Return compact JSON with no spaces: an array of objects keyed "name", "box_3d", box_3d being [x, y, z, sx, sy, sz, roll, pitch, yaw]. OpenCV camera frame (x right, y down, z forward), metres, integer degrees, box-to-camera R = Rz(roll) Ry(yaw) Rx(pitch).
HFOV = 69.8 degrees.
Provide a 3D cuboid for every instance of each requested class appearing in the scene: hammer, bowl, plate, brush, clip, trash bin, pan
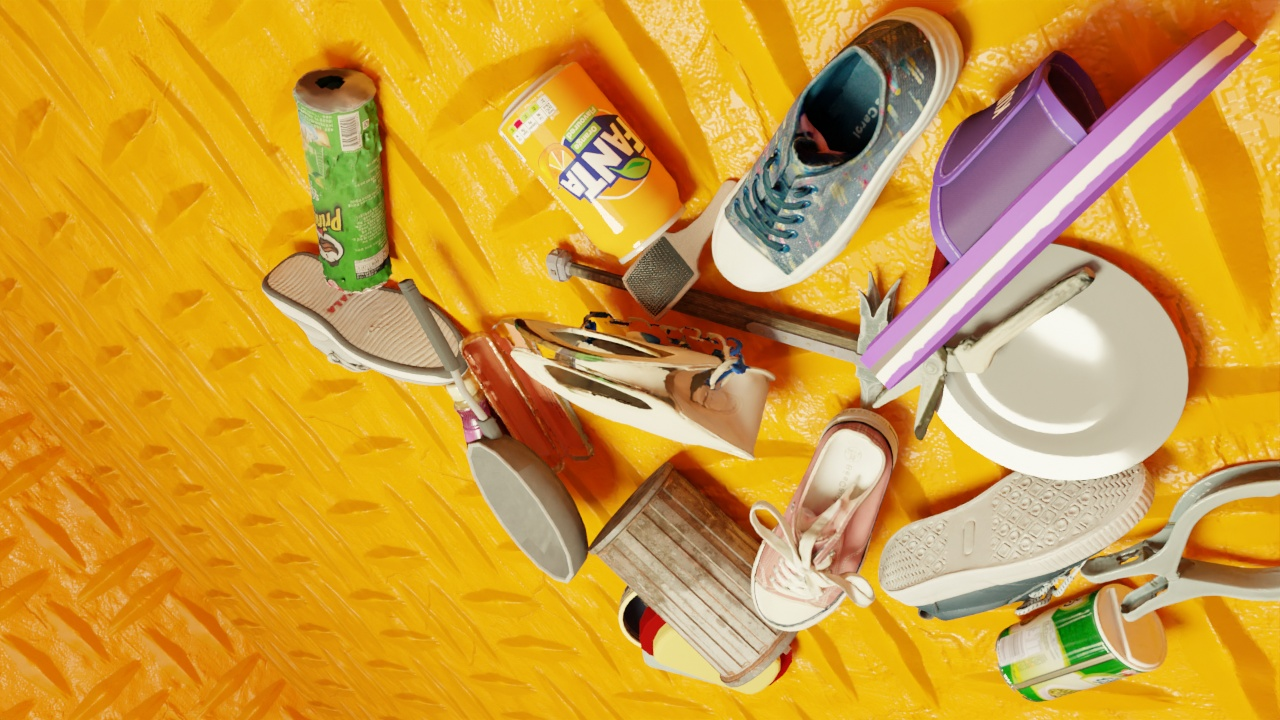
[{"name":"hammer","box_3d":[0.053,-0.042,0.767,0.317,0.028,0.147,18,141,26]},{"name":"bowl","box_3d":[0.032,0.270,1.039,0.112,0.061,0.113,0,122,0]},{"name":"plate","box_3d":[0.273,0.002,0.625,0.178,0.012,0.179,24,130,31]},{"name":"brush","box_3d":[0.083,0.315,1.004,0.173,0.041,0.082,24,119,-14]},{"name":"clip","box_3d":[0.416,0.152,0.639,0.141,0.029,0.172,39,133,3]},{"name":"trash bin","box_3d":[0.066,0.216,0.919,0.211,0.130,0.131,43,141,1]},{"name":"brush","box_3d":[0.034,-0.089,0.718,0.050,0.015,0.136,52,125,14]},{"name":"pan","box_3d":[-0.150,0.074,0.940,0.179,0.041,0.357,6,126,57]}]

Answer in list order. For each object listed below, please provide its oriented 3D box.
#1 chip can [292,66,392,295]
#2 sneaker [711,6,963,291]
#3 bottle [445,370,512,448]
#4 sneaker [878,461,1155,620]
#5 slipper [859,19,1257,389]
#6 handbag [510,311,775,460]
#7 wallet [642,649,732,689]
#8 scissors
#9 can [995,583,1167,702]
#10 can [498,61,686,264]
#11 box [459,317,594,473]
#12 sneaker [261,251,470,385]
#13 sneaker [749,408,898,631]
[{"name":"chip can","box_3d":[-0.284,-0.169,0.887,0.075,0.075,0.224,28,139,16]},{"name":"sneaker","box_3d":[0.110,-0.118,0.595,0.087,0.079,0.236,49,138,10]},{"name":"bottle","box_3d":[-0.173,0.087,1.045,0.060,0.059,0.166,3,127,37]},{"name":"sneaker","box_3d":[0.291,0.146,0.703,0.087,0.089,0.236,34,137,-18]},{"name":"slipper","box_3d":[0.201,-0.095,0.529,0.084,0.107,0.267,48,136,14]},{"name":"handbag","box_3d":[-0.004,0.004,0.740,0.201,0.093,0.199,13,173,42]},{"name":"wallet","box_3d":[0.065,0.342,1.102,0.132,0.054,0.100,6,130,29]},{"name":"scissors","box_3d":[0.222,-0.025,0.632,0.180,0.015,0.193,-4,113,45]},{"name":"can","box_3d":[0.355,0.232,0.746,0.067,0.067,0.121,39,141,2]},{"name":"can","box_3d":[-0.036,-0.149,0.698,0.142,0.078,0.079,49,140,-10]},{"name":"box","box_3d":[-0.117,0.042,0.974,0.187,0.083,0.043,61,179,-25]},{"name":"sneaker","box_3d":[-0.301,-0.021,1.033,0.263,0.096,0.129,23,149,19]},{"name":"sneaker","box_3d":[0.147,0.153,0.766,0.118,0.087,0.242,22,124,13]}]
